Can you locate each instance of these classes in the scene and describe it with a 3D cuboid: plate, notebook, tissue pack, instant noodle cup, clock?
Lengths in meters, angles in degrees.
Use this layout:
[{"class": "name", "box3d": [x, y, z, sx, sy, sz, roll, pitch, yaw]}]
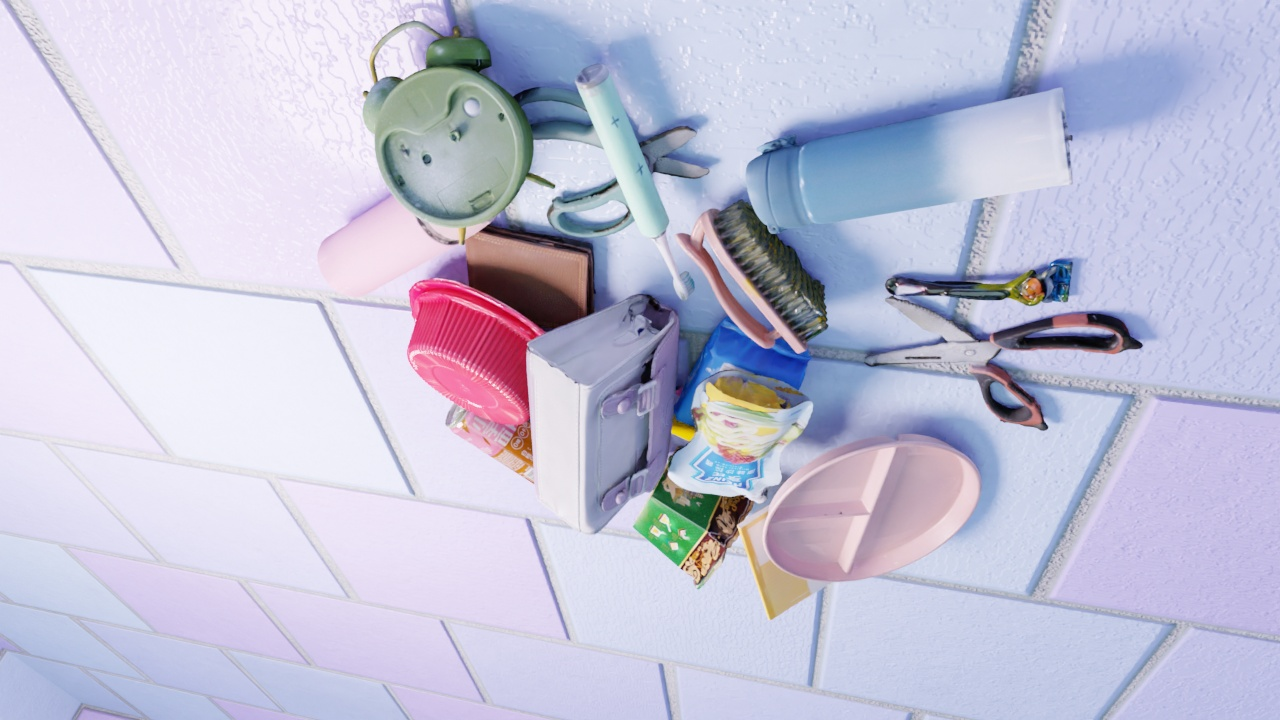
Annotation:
[{"class": "plate", "box3d": [0.236, 0.154, 0.948, 0.229, 0.028, 0.230, -6, 133, -6]}, {"class": "notebook", "box3d": [0.188, 0.205, 1.029, 0.145, 0.010, 0.206, -29, 135, -9]}, {"class": "tissue pack", "box3d": [0.095, 0.023, 0.883, 0.095, 0.052, 0.157, 22, 141, -3]}, {"class": "instant noodle cup", "box3d": [-0.157, 0.003, 0.901, 0.194, 0.065, 0.194, 24, 157, 11]}, {"class": "clock", "box3d": [-0.145, -0.177, 0.693, 0.116, 0.056, 0.161, -28, 101, 16]}]

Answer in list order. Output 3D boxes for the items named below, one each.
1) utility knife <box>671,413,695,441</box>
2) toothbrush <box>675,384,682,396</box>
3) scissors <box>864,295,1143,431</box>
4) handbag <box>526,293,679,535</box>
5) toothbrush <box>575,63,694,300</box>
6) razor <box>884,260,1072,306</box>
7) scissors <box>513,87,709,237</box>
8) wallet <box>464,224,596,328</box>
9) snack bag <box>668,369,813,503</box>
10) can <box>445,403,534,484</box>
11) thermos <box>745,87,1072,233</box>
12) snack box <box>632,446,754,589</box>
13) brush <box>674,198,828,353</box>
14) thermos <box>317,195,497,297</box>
[{"class": "utility knife", "box3d": [0.034, 0.067, 0.988, 0.154, 0.015, 0.033, 26, 147, -12]}, {"class": "toothbrush", "box3d": [-0.006, 0.005, 0.928, 0.189, 0.017, 0.014, 33, 132, -20]}, {"class": "scissors", "box3d": [0.309, -0.006, 0.798, 0.222, 0.015, 0.190, 32, 139, -19]}, {"class": "handbag", "box3d": [-0.027, 0.051, 0.869, 0.098, 0.144, 0.197, 30, 138, 27]}, {"class": "toothbrush", "box3d": [0.002, -0.130, 0.727, 0.026, 0.027, 0.225, 24, 151, 42]}, {"class": "razor", "box3d": [0.272, -0.059, 0.745, 0.143, 0.022, 0.043, 2, 137, 19]}, {"class": "scissors", "box3d": [-0.039, -0.168, 0.733, 0.173, 0.019, 0.178, -22, 126, 40]}, {"class": "wallet", "box3d": [-0.103, -0.079, 0.855, 0.124, 0.032, 0.101, 12, 138, 6]}, {"class": "snack bag", "box3d": [0.091, 0.082, 0.884, 0.110, 0.038, 0.191, 6, 143, -4]}, {"class": "can", "box3d": [-0.148, 0.091, 1.049, 0.147, 0.057, 0.058, 37, 137, -23]}, {"class": "thermos", "box3d": [0.184, -0.139, 0.650, 0.221, 0.070, 0.070, -5, 136, 26]}, {"class": "snack box", "box3d": [0.059, 0.168, 1.034, 0.105, 0.118, 0.118, 30, 141, 4]}, {"class": "brush", "box3d": [0.094, -0.070, 0.765, 0.073, 0.063, 0.145, -28, 123, 29]}, {"class": "thermos", "box3d": [-0.211, -0.126, 0.816, 0.199, 0.067, 0.087, -21, 98, 38]}]
